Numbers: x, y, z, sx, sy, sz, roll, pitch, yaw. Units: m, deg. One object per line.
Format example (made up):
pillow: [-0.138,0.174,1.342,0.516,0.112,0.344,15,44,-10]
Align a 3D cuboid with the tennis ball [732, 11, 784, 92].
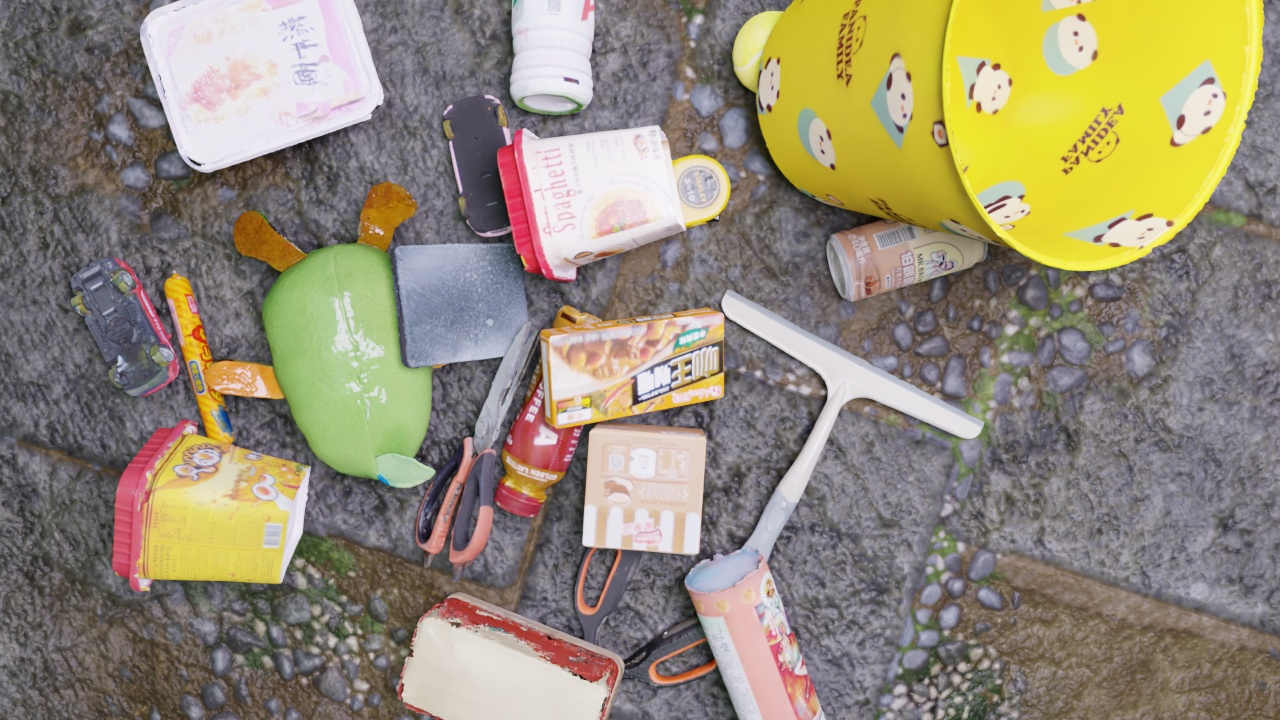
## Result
tennis ball: [0.107,-0.248,0.744,0.065,0.065,0.065,0,92,1]

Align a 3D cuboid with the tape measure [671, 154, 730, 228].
tape measure: [0.046,-0.142,0.768,0.057,0.029,0.060,-15,92,3]

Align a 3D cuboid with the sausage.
sausage: [-0.379,0.002,0.789,0.021,0.021,0.165,-15,92,2]

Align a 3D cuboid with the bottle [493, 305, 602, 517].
bottle: [-0.072,0.044,0.764,0.057,0.057,0.175,22,92,1]

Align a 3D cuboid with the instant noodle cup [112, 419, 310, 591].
instant noodle cup: [-0.343,0.123,0.747,0.123,0.116,0.116,11,112,-11]

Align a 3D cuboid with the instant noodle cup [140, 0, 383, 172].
instant noodle cup: [-0.304,-0.239,0.759,0.173,0.060,0.138,-18,91,1]

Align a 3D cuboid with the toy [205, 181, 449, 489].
toy: [-0.237,-0.013,0.752,0.226,0.090,0.247,-11,95,-11]

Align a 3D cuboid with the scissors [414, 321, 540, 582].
scissors: [-0.125,0.076,0.751,0.207,0.015,0.194,-35,55,32]

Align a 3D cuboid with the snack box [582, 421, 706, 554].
snack box: [0.004,0.102,0.754,0.093,0.077,0.094,4,91,1]

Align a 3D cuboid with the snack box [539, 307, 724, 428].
snack box: [-0.004,0.004,0.738,0.153,0.026,0.075,-9,107,-24]

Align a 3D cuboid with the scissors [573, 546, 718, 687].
scissors: [-0.034,0.253,0.792,0.221,0.021,0.224,-8,90,7]

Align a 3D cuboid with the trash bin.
trash bin: [0.219,-0.188,0.623,0.229,0.255,0.230,-5,103,-20]

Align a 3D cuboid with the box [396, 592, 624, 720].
box: [-0.107,0.263,0.752,0.168,0.079,0.091,19,95,8]

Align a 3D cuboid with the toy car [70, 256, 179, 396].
toy car: [-0.433,-0.028,0.778,0.053,0.045,0.120,-27,86,4]

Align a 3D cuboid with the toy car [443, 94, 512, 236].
toy car: [-0.129,-0.162,0.770,0.056,0.037,0.122,-14,79,1]

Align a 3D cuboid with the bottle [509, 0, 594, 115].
bottle: [-0.070,-0.306,0.748,0.068,0.068,0.197,2,89,1]

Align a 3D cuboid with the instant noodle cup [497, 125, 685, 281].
instant noodle cup: [-0.034,-0.129,0.722,0.124,0.116,0.116,-12,92,9]

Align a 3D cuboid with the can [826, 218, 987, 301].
can: [0.216,-0.091,0.750,0.116,0.058,0.058,-16,91,2]

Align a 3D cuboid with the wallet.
wallet: [-0.143,-0.047,0.748,0.120,0.019,0.097,-8,92,-41]

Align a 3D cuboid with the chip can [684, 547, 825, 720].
chip can: [0.104,0.263,0.747,0.071,0.071,0.215,-21,99,2]

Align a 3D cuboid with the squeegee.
squeegee: [0.126,0.104,0.770,0.246,0.039,0.246,28,93,1]
